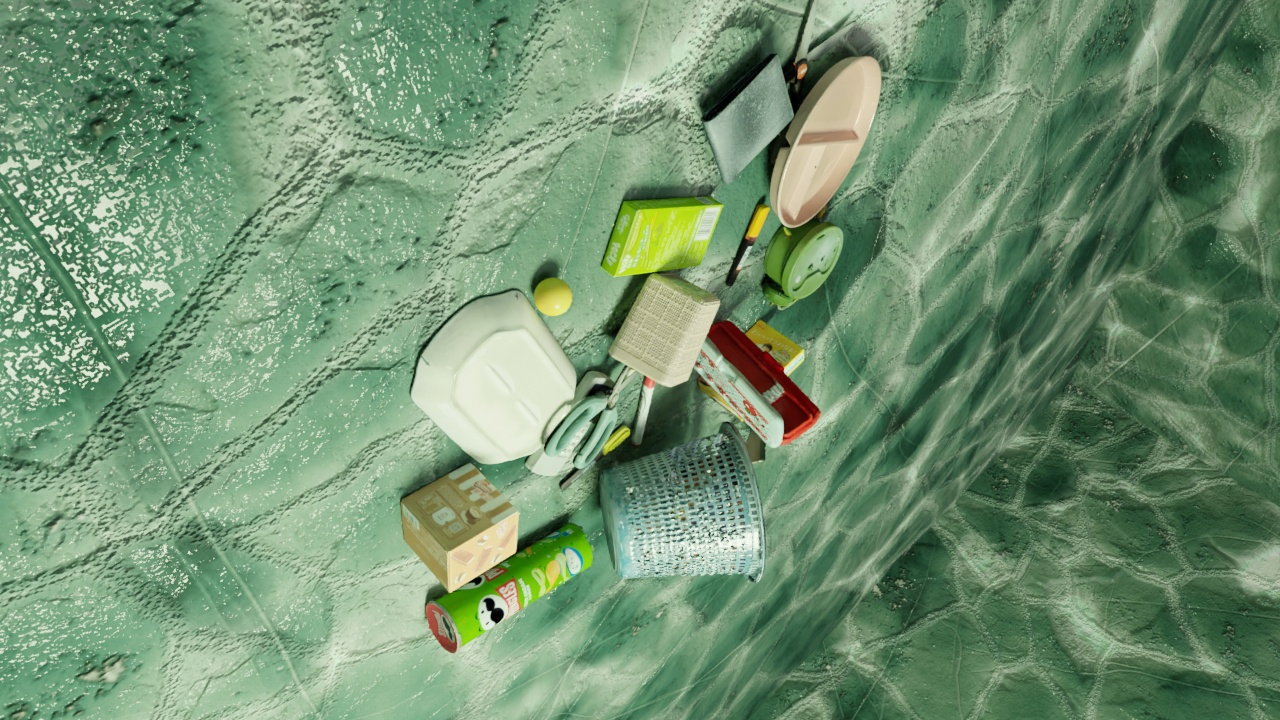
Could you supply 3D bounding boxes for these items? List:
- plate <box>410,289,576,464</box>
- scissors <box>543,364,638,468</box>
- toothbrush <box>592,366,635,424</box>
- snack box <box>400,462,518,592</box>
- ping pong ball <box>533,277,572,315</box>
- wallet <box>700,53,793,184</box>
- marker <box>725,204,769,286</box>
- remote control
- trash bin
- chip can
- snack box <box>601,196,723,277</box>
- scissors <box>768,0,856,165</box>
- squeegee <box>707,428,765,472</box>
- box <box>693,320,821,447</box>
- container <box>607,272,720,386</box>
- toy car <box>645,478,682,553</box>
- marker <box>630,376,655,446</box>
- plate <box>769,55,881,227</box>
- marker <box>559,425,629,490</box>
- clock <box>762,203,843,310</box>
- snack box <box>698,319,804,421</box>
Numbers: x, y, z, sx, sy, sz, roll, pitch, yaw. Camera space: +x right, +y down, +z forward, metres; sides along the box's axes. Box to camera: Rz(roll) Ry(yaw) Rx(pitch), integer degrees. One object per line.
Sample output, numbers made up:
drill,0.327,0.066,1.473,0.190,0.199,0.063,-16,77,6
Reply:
plate,-0.145,0.033,1.005,0.162,0.034,0.266,-45,149,-11
scissors,-0.058,0.080,1.146,0.169,0.019,0.181,-43,157,-29
toothbrush,-0.007,0.007,1.187,0.186,0.012,0.017,-55,156,5
snack box,-0.203,0.187,1.034,0.094,0.093,0.077,-28,142,-35
ping pong ball,-0.092,-0.067,0.965,0.040,0.040,0.040,-34,145,-28
wallet,0.122,-0.270,1.025,0.120,0.019,0.097,-45,144,-11
marker,0.140,-0.151,1.215,0.018,0.015,0.124,-13,135,-45
remote control,-0.085,0.081,1.151,0.150,0.021,0.058,-55,150,7
trash bin,0.048,0.209,1.273,0.195,0.226,0.227,-8,137,-8
chip can,-0.168,0.298,1.222,0.235,0.072,0.072,-25,140,-39
snack box,0.027,-0.144,1.057,0.156,0.026,0.086,-14,134,-47
scissors,0.177,-0.320,1.075,0.233,0.022,0.221,-38,147,-21
squeegee,0.101,0.200,1.493,0.250,0.040,0.247,-44,-179,11
box,0.142,0.015,1.202,0.102,0.201,0.101,-33,152,-18
container,0.032,-0.041,1.102,0.111,0.090,0.089,-64,164,15
toy car,0.019,0.238,1.412,0.155,0.071,0.041,-41,152,-21
marker,0.005,0.062,1.257,0.017,0.017,0.145,-24,140,-38
plate,0.233,-0.278,1.166,0.228,0.028,0.230,-43,153,-28
marker,-0.062,0.133,1.245,0.124,0.015,0.018,-42,145,-14
clock,0.226,-0.137,1.304,0.115,0.056,0.161,-30,143,-32
snack box,0.163,0.013,1.349,0.140,0.087,0.034,-42,149,-16
